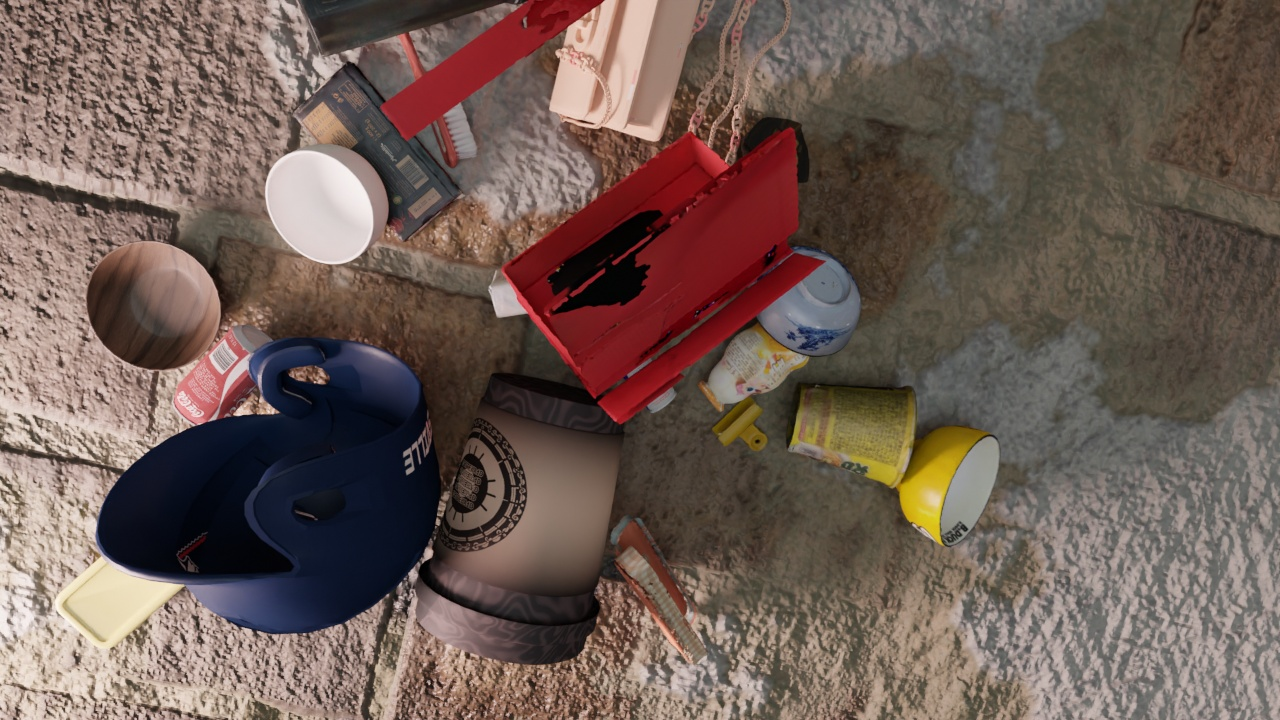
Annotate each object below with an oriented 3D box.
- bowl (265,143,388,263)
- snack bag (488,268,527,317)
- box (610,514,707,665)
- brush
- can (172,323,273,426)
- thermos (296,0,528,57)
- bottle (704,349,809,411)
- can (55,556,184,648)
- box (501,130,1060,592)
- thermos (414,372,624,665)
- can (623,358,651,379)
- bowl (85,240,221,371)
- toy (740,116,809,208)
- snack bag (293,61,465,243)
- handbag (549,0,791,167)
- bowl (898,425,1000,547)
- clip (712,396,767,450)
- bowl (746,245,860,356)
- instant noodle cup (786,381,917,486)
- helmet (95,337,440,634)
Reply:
[{"bbox_3d":[-0.274,-0.143,0.820,0.105,0.054,0.105,7,119,12],"label":"bowl"},{"bbox_3d":[-0.024,-0.079,0.845,0.225,0.077,0.041,-8,106,-2],"label":"snack bag"},{"bbox_3d":[0.023,0.223,0.872,0.054,0.078,0.187,-11,135,18],"label":"box"},{"bbox_3d":[-0.189,-0.259,0.823,0.030,0.041,0.172,-23,100,-17],"label":"brush"},{"bbox_3d":[-0.385,0.016,0.854,0.096,0.054,0.054,-45,100,5],"label":"can"},{"bbox_3d":[-0.173,-0.322,0.761,0.220,0.098,0.098,-25,102,-13],"label":"thermos"},{"bbox_3d":[0.107,0.003,0.875,0.109,0.063,0.063,-38,101,2],"label":"bottle"},{"bbox_3d":[-0.455,0.188,0.857,0.135,0.104,0.075,-40,101,4],"label":"can"},{"bbox_3d":[0.067,-0.020,0.665,0.211,0.410,0.107,-37,131,-7],"label":"box"},{"bbox_3d":[-0.102,0.136,0.843,0.172,0.172,0.226,14,94,-6],"label":"thermos"},{"bbox_3d":[-0.005,0.005,0.885,0.032,0.032,0.095,-37,101,4],"label":"can"},{"bbox_3d":[-0.443,-0.052,0.847,0.119,0.032,0.119,-1,101,-3],"label":"bowl"},{"bbox_3d":[0.119,-0.172,0.840,0.076,0.063,0.100,26,80,-26],"label":"toy"},{"bbox_3d":[-0.240,-0.189,0.840,0.074,0.018,0.155,-38,100,5],"label":"snack bag"},{"bbox_3d":[0.016,-0.266,0.834,0.186,0.117,0.199,0,111,-46],"label":"handbag"},{"bbox_3d":[0.293,0.115,0.897,0.117,0.068,0.117,-23,124,-40],"label":"bowl"},{"bbox_3d":[0.104,0.068,0.907,0.054,0.045,0.048,-44,75,4],"label":"clip"},{"bbox_3d":[0.160,-0.064,0.843,0.114,0.045,0.114,10,61,-18],"label":"bowl"},{"bbox_3d":[0.200,0.064,0.882,0.108,0.102,0.102,10,100,4],"label":"instant noodle cup"},{"bbox_3d":[-0.308,0.123,0.782,0.272,0.232,0.223,-4,120,-21],"label":"helmet"}]
